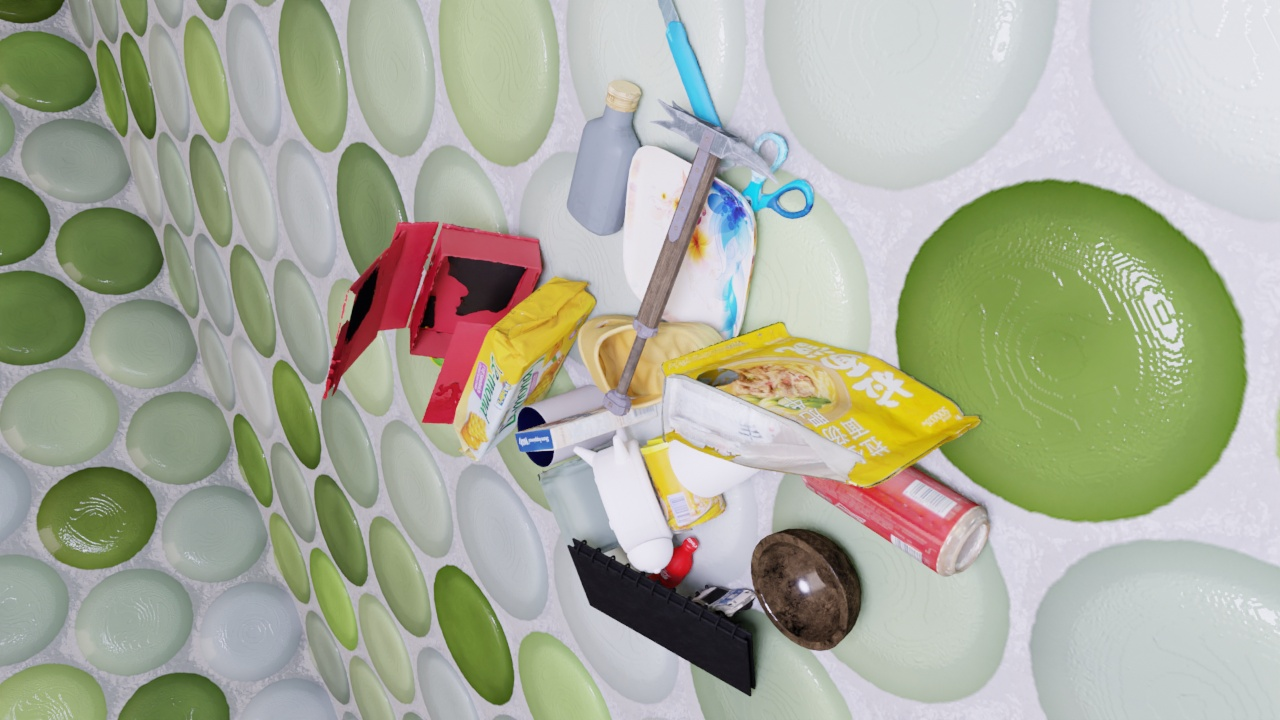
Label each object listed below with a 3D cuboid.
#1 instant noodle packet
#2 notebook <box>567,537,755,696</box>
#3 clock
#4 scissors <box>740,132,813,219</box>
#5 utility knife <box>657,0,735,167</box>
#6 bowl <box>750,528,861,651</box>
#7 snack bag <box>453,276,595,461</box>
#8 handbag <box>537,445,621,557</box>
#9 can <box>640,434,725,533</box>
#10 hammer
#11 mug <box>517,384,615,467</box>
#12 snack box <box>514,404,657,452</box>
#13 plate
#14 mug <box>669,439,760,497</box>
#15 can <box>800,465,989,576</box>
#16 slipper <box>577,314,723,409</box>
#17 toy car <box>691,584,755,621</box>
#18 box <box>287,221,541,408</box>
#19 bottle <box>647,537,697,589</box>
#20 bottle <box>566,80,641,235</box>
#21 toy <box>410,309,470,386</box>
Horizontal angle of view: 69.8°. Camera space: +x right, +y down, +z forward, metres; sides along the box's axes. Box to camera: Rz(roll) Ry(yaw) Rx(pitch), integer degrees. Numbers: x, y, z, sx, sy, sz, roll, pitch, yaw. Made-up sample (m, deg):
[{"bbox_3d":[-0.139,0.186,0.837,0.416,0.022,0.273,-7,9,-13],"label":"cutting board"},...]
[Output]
[{"bbox_3d":[0.149,0.042,0.778,0.222,0.162,0.084,19,118,46],"label":"instant noodle packet"},{"bbox_3d":[0.025,0.294,1.055,0.232,0.019,0.169,23,148,25],"label":"notebook"},{"bbox_3d":[-0.016,0.163,1.061,0.125,0.073,0.161,-74,-37,-88],"label":"clock"},{"bbox_3d":[0.112,-0.144,0.868,0.090,0.014,0.141,55,141,10],"label":"scissors"},{"bbox_3d":[0.048,-0.282,0.883,0.031,0.015,0.209,-17,95,52],"label":"utility knife"},{"bbox_3d":[0.173,0.219,0.910,0.121,0.056,0.121,24,123,44],"label":"bowl"},{"bbox_3d":[-0.149,0.005,1.128,0.068,0.159,0.248,39,136,7],"label":"snack bag"},{"bbox_3d":[-0.060,0.178,1.143,0.067,0.106,0.122,-30,82,55],"label":"handbag"},{"bbox_3d":[0.048,0.131,1.019,0.068,0.067,0.105,-22,88,53],"label":"can"},{"bbox_3d":[0.025,-0.077,0.903,0.147,0.028,0.318,37,120,30],"label":"hammer"},{"bbox_3d":[-0.101,0.086,1.159,0.112,0.096,0.078,-31,81,52],"label":"mug"},{"bbox_3d":[-0.062,0.074,1.062,0.082,0.149,0.026,-10,94,52],"label":"snack box"},{"bbox_3d":[0.049,-0.115,0.943,0.187,0.016,0.187,38,137,36],"label":"plate"},{"bbox_3d":[0.087,0.074,0.950,0.088,0.081,0.114,-35,46,46],"label":"mug"},{"bbox_3d":[0.216,0.119,0.804,0.170,0.067,0.067,32,128,39],"label":"can"},{"bbox_3d":[-0.006,0.006,1.015,0.264,0.078,0.099,1,116,55],"label":"slipper"},{"bbox_3d":[0.085,0.278,1.052,0.113,0.048,0.040,-30,85,51],"label":"toy car"},{"bbox_3d":[-0.291,-0.070,1.157,0.124,0.314,0.212,57,140,22],"label":"box"},{"bbox_3d":[0.039,0.250,1.106,0.036,0.036,0.119,52,138,23],"label":"bottle"},{"bbox_3d":[-0.035,-0.219,0.988,0.072,0.046,0.162,45,136,30],"label":"bottle"},{"bbox_3d":[-0.290,-0.015,1.364,0.131,0.096,0.124,34,139,13],"label":"toy"}]
